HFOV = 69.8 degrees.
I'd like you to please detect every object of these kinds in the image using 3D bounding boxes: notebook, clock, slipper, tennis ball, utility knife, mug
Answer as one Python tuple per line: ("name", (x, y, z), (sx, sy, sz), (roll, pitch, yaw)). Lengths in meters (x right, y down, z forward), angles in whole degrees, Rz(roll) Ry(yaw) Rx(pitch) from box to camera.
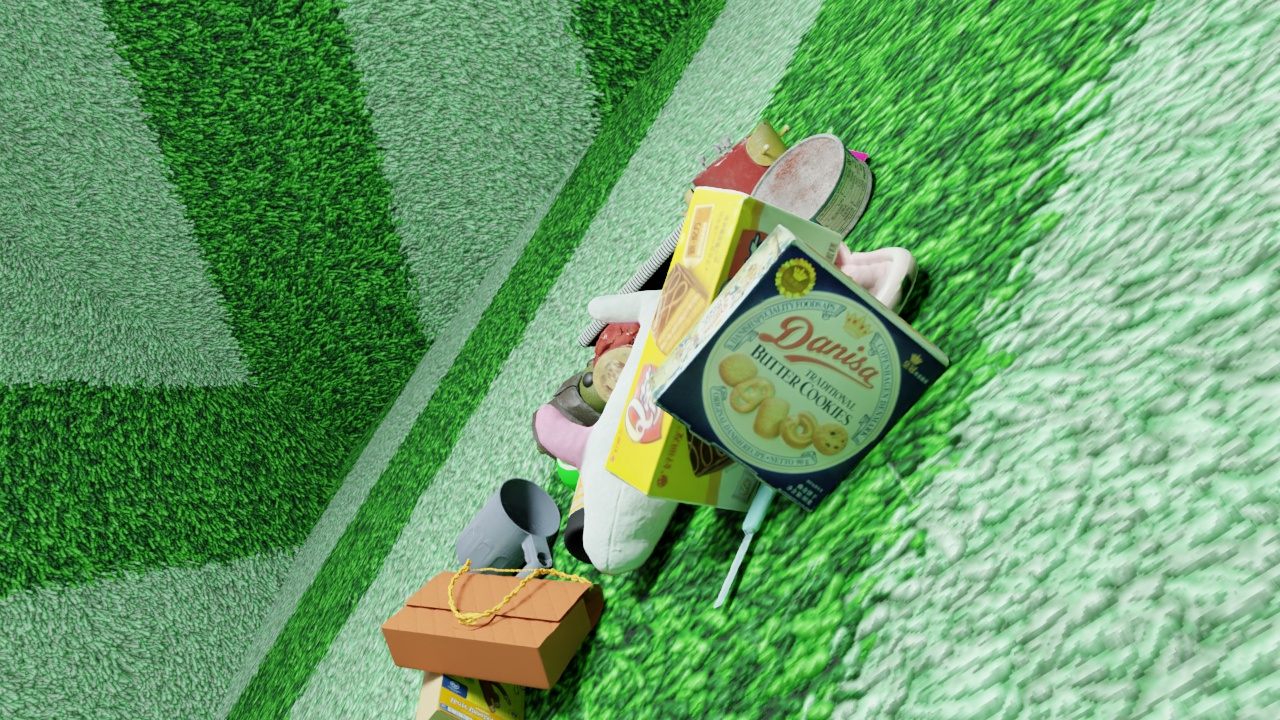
("notebook", (0.034, -0.089, 1.063), (0.207, 0.016, 0.148), (-46, -21, 28))
("clock", (0.107, -0.220, 1.087), (0.159, 0.081, 0.116), (-30, 12, 40))
("slipper", (0.151, -0.055, 0.773), (0.106, 0.055, 0.222), (-60, 18, -8))
("tennis ball", (-0.059, 0.113, 1.005), (0.065, 0.065, 0.065), (-48, 18, 22))
("utility knife", (0.089, 0.111, 0.694), (0.165, 0.015, 0.022), (-61, 17, -24))
("mug", (-0.151, 0.215, 1.063), (0.104, 0.083, 0.123), (-47, 46, 27))

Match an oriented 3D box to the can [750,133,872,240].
("can", (0.163, -0.157, 0.908), (0.130, 0.044, 0.129), (-39, 33, 31))

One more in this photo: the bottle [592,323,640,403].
("bottle", (-0.006, 0.006, 1.010), (0.099, 0.099, 0.111), (-50, 10, 17))

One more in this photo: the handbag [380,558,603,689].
("handbag", (-0.133, 0.229, 0.835), (0.172, 0.060, 0.108), (-3, 21, 28))

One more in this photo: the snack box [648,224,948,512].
("snack box", (0.105, 0.008, 0.625), (0.145, 0.144, 0.042), (-51, 16, 15))

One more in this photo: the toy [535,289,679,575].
("toy", (0.004, 0.067, 0.842), (0.128, 0.187, 0.265), (68, -146, -71))

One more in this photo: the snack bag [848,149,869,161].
("snack bag", (0.163, -0.139, 0.962), (0.197, 0.016, 0.070), (-52, 19, 9))

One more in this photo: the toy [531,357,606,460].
("toy", (-0.069, 0.058, 1.112), (0.153, 0.078, 0.179), (-45, 17, 27))

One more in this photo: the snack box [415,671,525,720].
("snack box", (-0.156, 0.312, 0.855), (0.040, 0.088, 0.125), (-51, 18, 14))

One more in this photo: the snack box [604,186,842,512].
("snack box", (0.062, -0.006, 0.702), (0.062, 0.110, 0.230), (24, 97, 53))

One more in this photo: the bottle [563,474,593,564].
("bottle", (-0.032, 0.119, 0.931), (0.059, 0.059, 0.181), (-44, 20, 34))

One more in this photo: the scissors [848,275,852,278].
("scissors", (0.107, -0.050, 0.764), (0.175, 0.014, 0.141), (-1, 75, 55))
